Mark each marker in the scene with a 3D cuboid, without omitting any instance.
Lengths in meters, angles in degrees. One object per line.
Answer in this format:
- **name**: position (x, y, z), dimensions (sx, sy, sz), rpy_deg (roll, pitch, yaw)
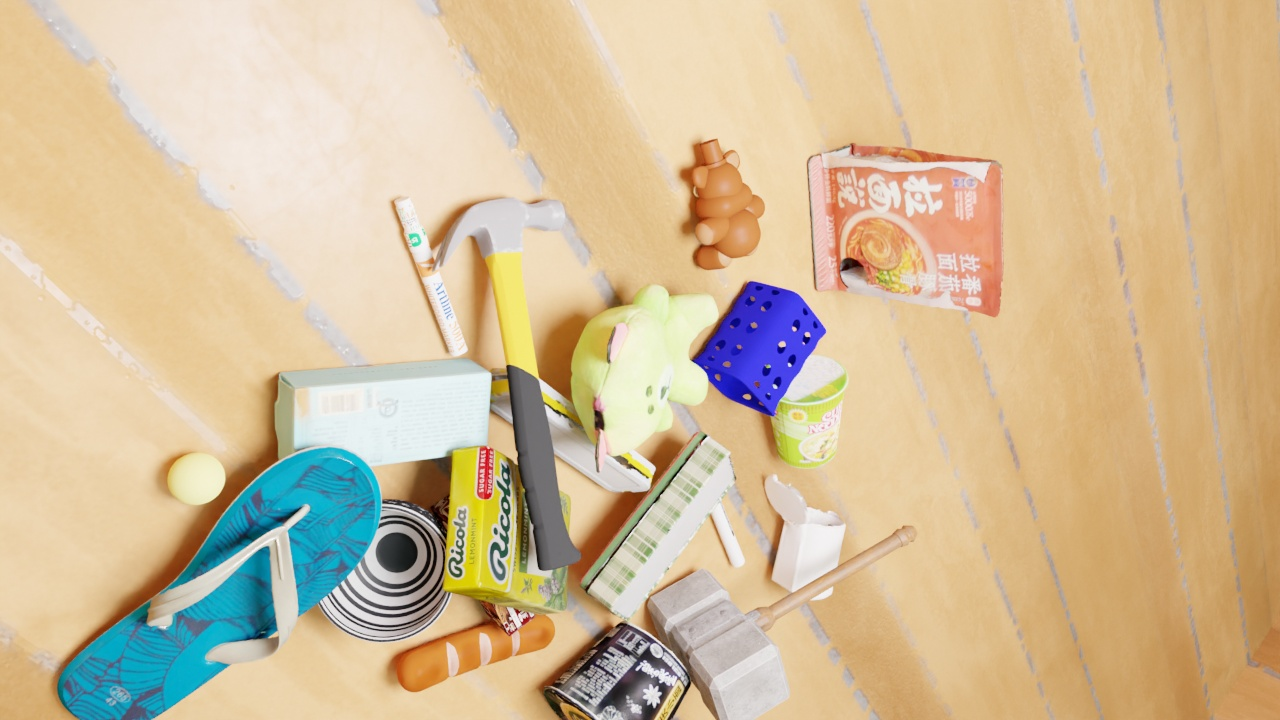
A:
- **marker**: position (-0.179, -0.070, 0.787), dimensions (0.017, 0.017, 0.145), rpy_deg (-30, 121, -26)
- **marker**: position (0.097, 0.191, 1.080), dimensions (0.020, 0.017, 0.134), rpy_deg (-67, 142, -50)

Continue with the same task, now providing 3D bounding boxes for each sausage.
- **sausage**: position (-0.160, 0.283, 0.899), dimensions (0.164, 0.044, 0.039), rpy_deg (-9, 105, -35)

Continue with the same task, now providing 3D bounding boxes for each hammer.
- **hammer**: position (-0.100, 0.018, 0.790), dimensions (0.126, 0.029, 0.323), rpy_deg (-7, 85, -35)
- **hammer**: position (0.185, 0.265, 1.037), dimensions (0.317, 0.163, 0.083), rpy_deg (-26, 119, -15)

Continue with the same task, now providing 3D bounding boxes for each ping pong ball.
- **ping pong ball**: position (-0.341, 0.091, 0.704), dimensions (0.040, 0.040, 0.040), rpy_deg (-12, 112, -34)

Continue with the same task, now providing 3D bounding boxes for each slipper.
- **slipper**: position (-0.315, 0.190, 0.709), dimensions (0.295, 0.060, 0.118), rpy_deg (-41, 125, -4)

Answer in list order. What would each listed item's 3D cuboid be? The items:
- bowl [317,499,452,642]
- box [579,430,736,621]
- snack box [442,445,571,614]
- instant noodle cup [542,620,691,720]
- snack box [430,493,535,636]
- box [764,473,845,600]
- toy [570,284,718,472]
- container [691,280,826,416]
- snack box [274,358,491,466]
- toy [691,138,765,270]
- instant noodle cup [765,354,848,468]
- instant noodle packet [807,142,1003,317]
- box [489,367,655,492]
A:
- **bowl**: position (-0.218, 0.176, 0.799), dimensions (0.120, 0.066, 0.120), rpy_deg (0, 96, -4)
- **box**: position (0.022, 0.175, 0.967), dimensions (0.205, 0.051, 0.118), rpy_deg (-52, 158, -11)
- **snack box**: position (-0.111, 0.160, 0.829), dimensions (0.181, 0.045, 0.121), rpy_deg (47, 39, -59)
- **instant noodle cup**: position (-0.017, 0.354, 0.980), dimensions (0.112, 0.137, 0.137), rpy_deg (-46, 127, -27)
- **snack box**: position (-0.149, 0.193, 0.874), dimensions (0.031, 0.051, 0.141), rpy_deg (-33, 122, -24)
- **box**: position (0.195, 0.214, 1.121), dimensions (0.125, 0.084, 0.156), rpy_deg (7, 99, -31)
- **toy**: position (-0.005, 0.005, 0.866), dimensions (0.196, 0.107, 0.150), rpy_deg (-17, 117, -53)
- **container**: position (0.131, -0.015, 0.995), dimensions (0.113, 0.084, 0.085), rpy_deg (-55, 130, -11)
- **snack box**: position (-0.214, 0.045, 0.776), dimensions (0.174, 0.053, 0.075), rpy_deg (-5, 108, -34)
- **toy**: position (0.081, -0.160, 0.935), dimensions (0.094, 0.065, 0.128), rpy_deg (-33, 114, -33)
- **instant noodle cup**: position (0.192, 0.063, 1.064), dimensions (0.098, 0.099, 0.108), rpy_deg (-28, 127, -27)
- **instant noodle packet**: position (0.293, -0.142, 0.987), dimensions (0.083, 0.221, 0.164), rpy_deg (-22, 116, -32)
- **box**: position (-0.066, 0.069, 0.887), dimensions (0.209, 0.065, 0.037), rpy_deg (41, 57, -38)
